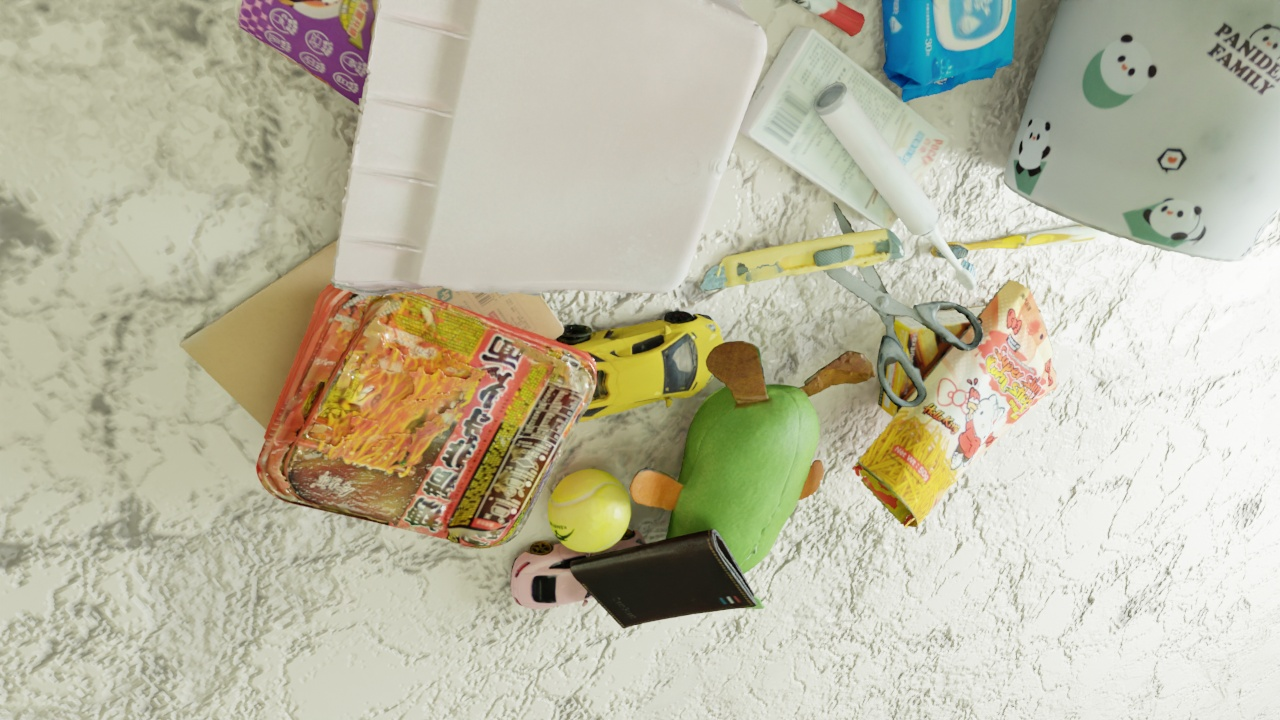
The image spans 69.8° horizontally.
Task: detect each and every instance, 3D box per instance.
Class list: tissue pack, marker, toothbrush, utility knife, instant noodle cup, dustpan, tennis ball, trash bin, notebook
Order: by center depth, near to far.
[{"bbox_3d":[-0.157,-0.197,0.500,0.099,0.111,0.112,24,103,-23],"label":"instant noodle cup"},{"bbox_3d":[-0.042,-0.147,0.553,0.273,0.138,0.223,10,119,-24],"label":"dustpan"},{"bbox_3d":[-0.142,0.031,0.608,0.188,0.079,0.165,21,108,-29],"label":"instant noodle cup"},{"bbox_3d":[0.095,-0.259,0.624,0.145,0.017,0.017,17,106,-28],"label":"marker"},{"bbox_3d":[-0.174,-0.016,0.624,0.207,0.008,0.148,-34,122,0],"label":"notebook"},{"bbox_3d":[0.219,-0.269,0.647,0.094,0.052,0.157,-19,118,-16],"label":"tissue pack"},{"bbox_3d":[0.399,-0.222,0.658,0.229,0.229,0.252,2,119,-23],"label":"trash bin"},{"bbox_3d":[0.201,-0.122,0.694,0.221,0.027,0.026,41,60,-31],"label":"toothbrush"},{"bbox_3d":[0.126,-0.078,0.714,0.165,0.018,0.031,-9,109,0],"label":"utility knife"},{"bbox_3d":[-0.040,0.118,0.718,0.065,0.065,0.065,-9,117,-19],"label":"tennis ball"},{"bbox_3d":[0.335,-0.102,0.797,0.191,0.018,0.016,-8,118,-19],"label":"toothbrush"}]

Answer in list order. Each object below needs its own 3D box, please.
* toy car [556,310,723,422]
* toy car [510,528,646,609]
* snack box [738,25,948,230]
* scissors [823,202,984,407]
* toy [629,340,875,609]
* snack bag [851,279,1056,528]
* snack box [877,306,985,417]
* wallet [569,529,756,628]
[{"bbox_3d":[-0.004,0.004,0.694,0.155,0.041,0.071,-11,118,-19],"label":"toy car"},{"bbox_3d":[-0.048,0.175,0.760,0.122,0.037,0.056,-7,118,-21],"label":"toy car"},{"bbox_3d":[0.152,-0.169,0.684,0.156,0.027,0.085,26,102,-30],"label":"snack box"},{"bbox_3d":[0.198,-0.042,0.732,0.159,0.014,0.174,-1,95,-8],"label":"scissors"},{"bbox_3d":[0.083,0.091,0.744,0.226,0.090,0.247,4,116,-36],"label":"toy"},{"bbox_3d":[0.276,0.044,0.787,0.207,0.073,0.128,-44,123,-7],"label":"snack bag"},{"bbox_3d":[0.282,-0.001,0.816,0.140,0.033,0.087,-8,117,-21],"label":"snack box"},{"bbox_3d":[0.019,0.176,0.728,0.122,0.020,0.096,-16,128,20],"label":"wallet"}]
